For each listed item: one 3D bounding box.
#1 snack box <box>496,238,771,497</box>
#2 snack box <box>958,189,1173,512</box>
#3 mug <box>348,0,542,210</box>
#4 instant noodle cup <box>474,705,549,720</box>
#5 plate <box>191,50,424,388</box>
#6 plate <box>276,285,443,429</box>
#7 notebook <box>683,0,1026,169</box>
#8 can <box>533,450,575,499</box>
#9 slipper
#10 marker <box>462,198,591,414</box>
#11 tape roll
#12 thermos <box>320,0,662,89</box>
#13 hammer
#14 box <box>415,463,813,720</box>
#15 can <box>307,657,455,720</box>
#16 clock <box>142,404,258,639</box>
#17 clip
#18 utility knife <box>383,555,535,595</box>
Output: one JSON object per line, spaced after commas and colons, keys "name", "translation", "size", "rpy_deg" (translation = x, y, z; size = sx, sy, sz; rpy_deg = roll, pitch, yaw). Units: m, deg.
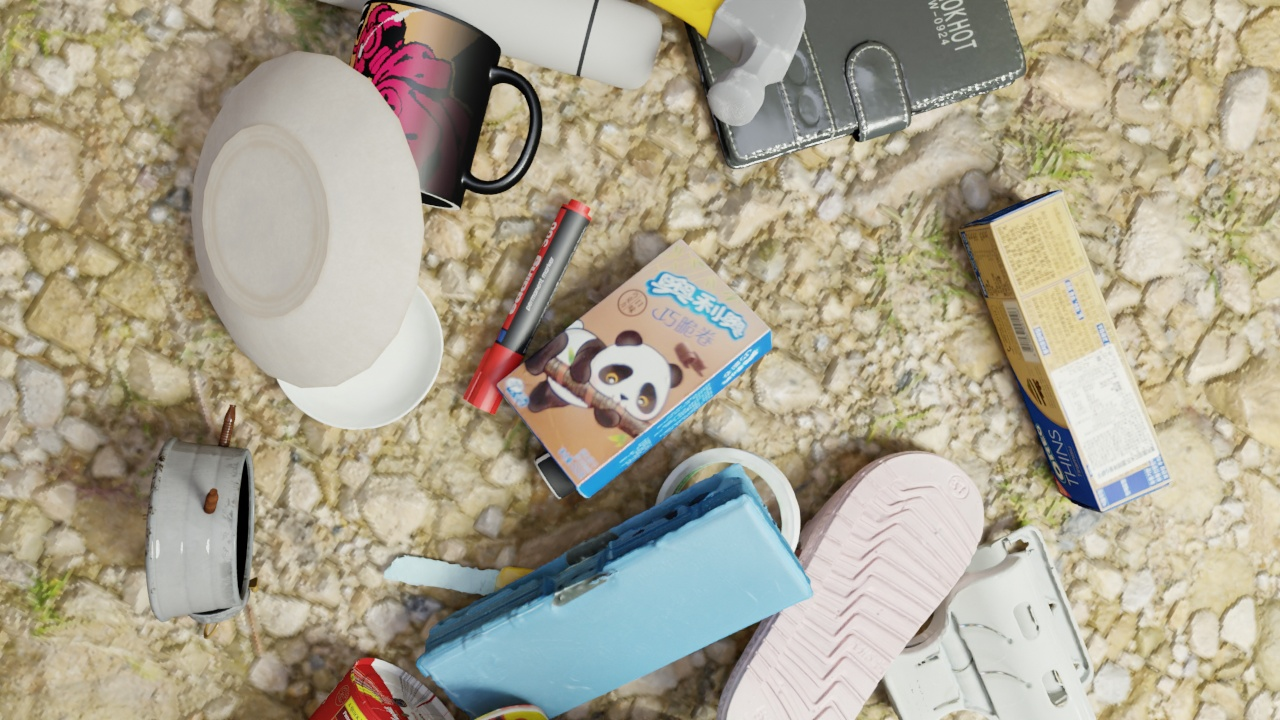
{"name": "snack box", "translation": [-0.003, 0.003, 0.568], "size": [0.151, 0.034, 0.087], "rpy_deg": [-39, 68, -6]}
{"name": "snack box", "translation": [0.281, -0.005, 0.611], "size": [0.056, 0.057, 0.207], "rpy_deg": [-23, 95, -2]}
{"name": "mug", "translation": [-0.117, -0.144, 0.543], "size": [0.118, 0.082, 0.098], "rpy_deg": [15, 90, 2]}
{"name": "instant noodle cup", "translation": [-0.064, 0.270, 0.513], "size": [0.100, 0.112, 0.100], "rpy_deg": [-21, 129, -29]}
{"name": "plate", "translation": [-0.200, -0.077, 0.514], "size": [0.189, 0.027, 0.189], "rpy_deg": [4, 98, 30]}
{"name": "plate", "translation": [-0.175, -0.010, 0.573], "size": [0.104, 0.026, 0.104], "rpy_deg": [0, 92, -7]}
{"name": "notebook", "translation": [0.134, -0.228, 0.600], "size": [0.209, 0.029, 0.169], "rpy_deg": [-18, 92, -3]}
{"name": "can", "translation": [-0.027, 0.054, 0.589], "size": [0.080, 0.031, 0.031], "rpy_deg": [-33, 95, -4]}
{"name": "slipper", "translation": [0.128, 0.157, 0.596], "size": [0.094, 0.064, 0.239], "rpy_deg": [40, 74, -3]}
{"name": "marker", "translation": [-0.071, -0.036, 0.587], "size": [0.023, 0.021, 0.145], "rpy_deg": [26, 89, 23]}
{"name": "tape roll", "translation": [0.055, 0.103, 0.588], "size": [0.094, 0.018, 0.093], "rpy_deg": [-2, 85, 20]}
{"name": "thermos", "translation": [-0.098, -0.219, 0.560], "size": [0.224, 0.052, 0.052], "rpy_deg": [15, 90, -7]}
{"name": "hammer", "translation": [-0.050, -0.256, 0.545], "size": [0.323, 0.029, 0.126], "rpy_deg": [30, 60, 5]}
{"name": "box", "translation": [-0.017, 0.151, 0.565], "size": [0.232, 0.054, 0.093], "rpy_deg": [-30, 115, 12]}
{"name": "can", "translation": [-0.177, 0.254, 0.553], "size": [0.086, 0.086, 0.116], "rpy_deg": [40, 87, -6]}
{"name": "clock", "translation": [-0.257, 0.108, 0.539], "size": [0.056, 0.103, 0.148], "rpy_deg": [0, 122, -16]}
{"name": "clip", "translation": [0.232, 0.194, 0.602], "size": [0.152, 0.099, 0.126], "rpy_deg": [-24, 92, -15]}
{"name": "utility knife", "translation": [-0.058, 0.154, 0.601], "size": [0.217, 0.019, 0.030], "rpy_deg": [11, 83, -4]}
